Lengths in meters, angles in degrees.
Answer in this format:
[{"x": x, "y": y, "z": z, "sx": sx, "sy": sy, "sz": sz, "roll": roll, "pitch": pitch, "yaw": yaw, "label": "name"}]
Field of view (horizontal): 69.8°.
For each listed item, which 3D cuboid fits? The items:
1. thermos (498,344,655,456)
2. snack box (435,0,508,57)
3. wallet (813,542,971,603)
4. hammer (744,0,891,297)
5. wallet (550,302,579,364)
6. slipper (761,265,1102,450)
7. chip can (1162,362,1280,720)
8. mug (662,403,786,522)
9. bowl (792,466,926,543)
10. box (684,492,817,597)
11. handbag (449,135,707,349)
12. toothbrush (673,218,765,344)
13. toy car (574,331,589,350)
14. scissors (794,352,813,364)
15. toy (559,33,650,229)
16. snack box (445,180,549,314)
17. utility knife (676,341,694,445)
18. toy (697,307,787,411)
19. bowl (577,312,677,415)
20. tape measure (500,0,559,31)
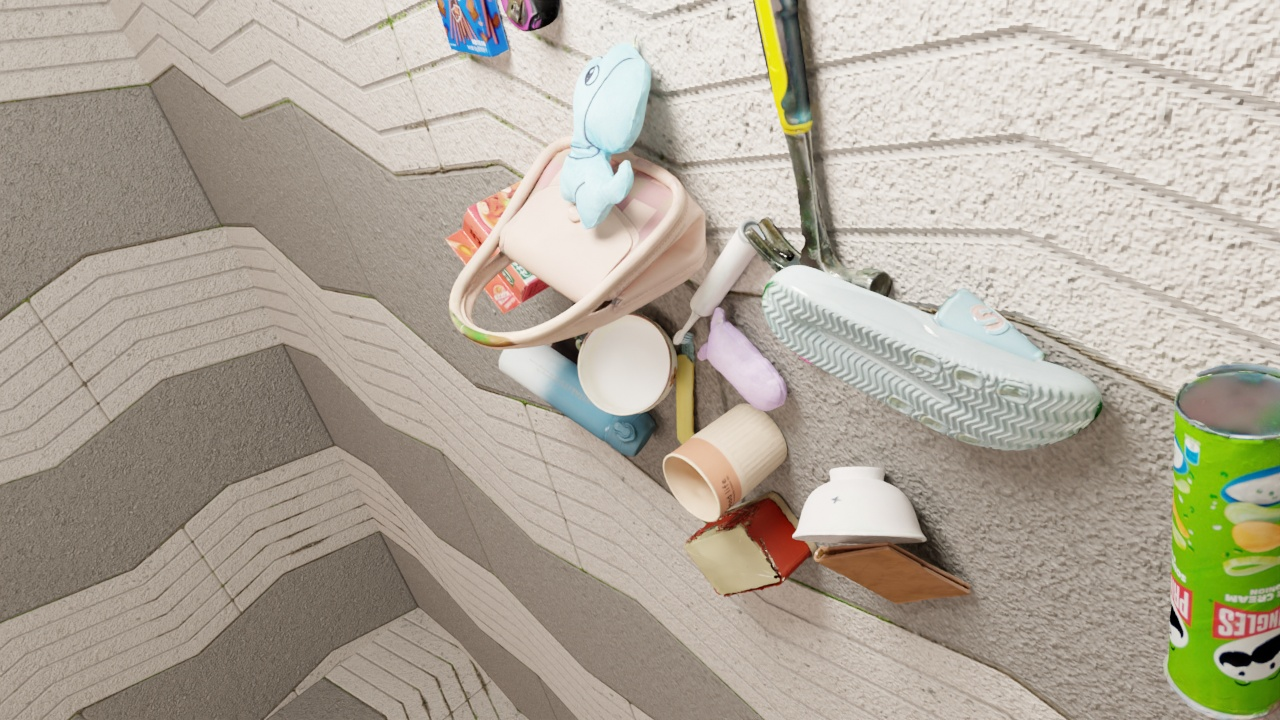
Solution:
[{"x": -0.079, "y": 0.043, "z": 1.168, "sx": 0.220, "sy": 0.070, "sz": 0.070, "roll": 33, "pitch": 147, "yaw": 18, "label": "thermos"}, {"x": -0.186, "y": -0.393, "z": 0.934, "sx": 0.084, "sy": 0.026, "sz": 0.157, "roll": 27, "pitch": 142, "yaw": 43, "label": "snack box"}, {"x": 0.237, "y": 0.200, "z": 0.869, "sx": 0.101, "sy": 0.020, "sz": 0.115, "roll": 29, "pitch": 154, "yaw": -16, "label": "wallet"}, {"x": 0.109, "y": -0.191, "z": 0.679, "sx": 0.126, "sy": 0.031, "sz": 0.324, "roll": 21, "pitch": 137, "yaw": 46, "label": "hammer"}, {"x": -0.070, "y": -0.010, "z": 1.177, "sx": 0.096, "sy": 0.020, "sz": 0.123, "roll": 47, "pitch": 151, "yaw": 6, "label": "wallet"}, {"x": 0.207, "y": -0.011, "z": 0.670, "sx": 0.245, "sy": 0.074, "sz": 0.104, "roll": 26, "pitch": 152, "yaw": 17, "label": "slipper"}, {"x": 0.366, "y": 0.117, "z": 0.566, "sx": 0.072, "sy": 0.072, "sz": 0.236, "roll": 21, "pitch": 136, "yaw": 48, "label": "chip can"}, {"x": 0.087, "y": 0.113, "z": 0.966, "sx": 0.081, "sy": 0.105, "sz": 0.115, "roll": 44, "pitch": 151, "yaw": 21, "label": "mug"}, {"x": 0.199, "y": 0.132, "z": 0.840, "sx": 0.118, "sy": 0.118, "sz": 0.064, "roll": 151, "pitch": 125, "yaw": -63, "label": "bowl"}, {"x": 0.116, "y": 0.220, "z": 1.066, "sx": 0.091, "sy": 0.079, "sz": 0.169, "roll": 53, "pitch": 152, "yaw": 3, "label": "box"}, {"x": -0.073, "y": -0.095, "z": 0.854, "sx": 0.193, "sy": 0.233, "sz": 0.093, "roll": 33, "pitch": 160, "yaw": 38, "label": "handbag"}, {"x": 0.069, "y": -0.065, "z": 0.885, "sx": 0.222, "sy": 0.026, "sz": 0.026, "roll": 122, "pitch": 153, "yaw": -60, "label": "toothbrush"}, {"x": -0.031, "y": -0.003, "z": 1.095, "sx": 0.054, "sy": 0.036, "sz": 0.120, "roll": -12, "pitch": 122, "yaw": 41, "label": "toy car"}, {"x": 0.177, "y": -0.009, "z": 0.791, "sx": 0.137, "sy": 0.017, "sz": 0.096, "roll": 34, "pitch": 145, "yaw": 29, "label": "scissors"}, {"x": -0.030, "y": -0.206, "z": 0.807, "sx": 0.156, "sy": 0.049, "sz": 0.161, "roll": -55, "pitch": 41, "yaw": 23, "label": "toy"}, {"x": -0.133, "y": -0.133, "z": 1.025, "sx": 0.113, "sy": 0.126, "sz": 0.044, "roll": 51, "pitch": 153, "yaw": 8, "label": "snack box"}, {"x": 0.051, "y": 0.044, "z": 1.044, "sx": 0.031, "sy": 0.018, "sz": 0.173, "roll": 31, "pitch": 145, "yaw": 32, "label": "utility knife"}, {"x": 0.100, "y": 0.008, "z": 0.903, "sx": 0.108, "sy": 0.038, "sz": 0.084, "roll": 45, "pitch": 151, "yaw": 15, "label": "toy"}, {"x": -0.006, "y": 0.006, "z": 1.025, "sx": 0.113, "sy": 0.113, "sz": 0.062, "roll": 43, "pitch": -166, "yaw": 22, "label": "bowl"}, {"x": -0.105, "y": -0.336, "z": 0.852, "sx": 0.057, "sy": 0.039, "sz": 0.058, "roll": 42, "pitch": 150, "yaw": 23, "label": "tape measure"}]
